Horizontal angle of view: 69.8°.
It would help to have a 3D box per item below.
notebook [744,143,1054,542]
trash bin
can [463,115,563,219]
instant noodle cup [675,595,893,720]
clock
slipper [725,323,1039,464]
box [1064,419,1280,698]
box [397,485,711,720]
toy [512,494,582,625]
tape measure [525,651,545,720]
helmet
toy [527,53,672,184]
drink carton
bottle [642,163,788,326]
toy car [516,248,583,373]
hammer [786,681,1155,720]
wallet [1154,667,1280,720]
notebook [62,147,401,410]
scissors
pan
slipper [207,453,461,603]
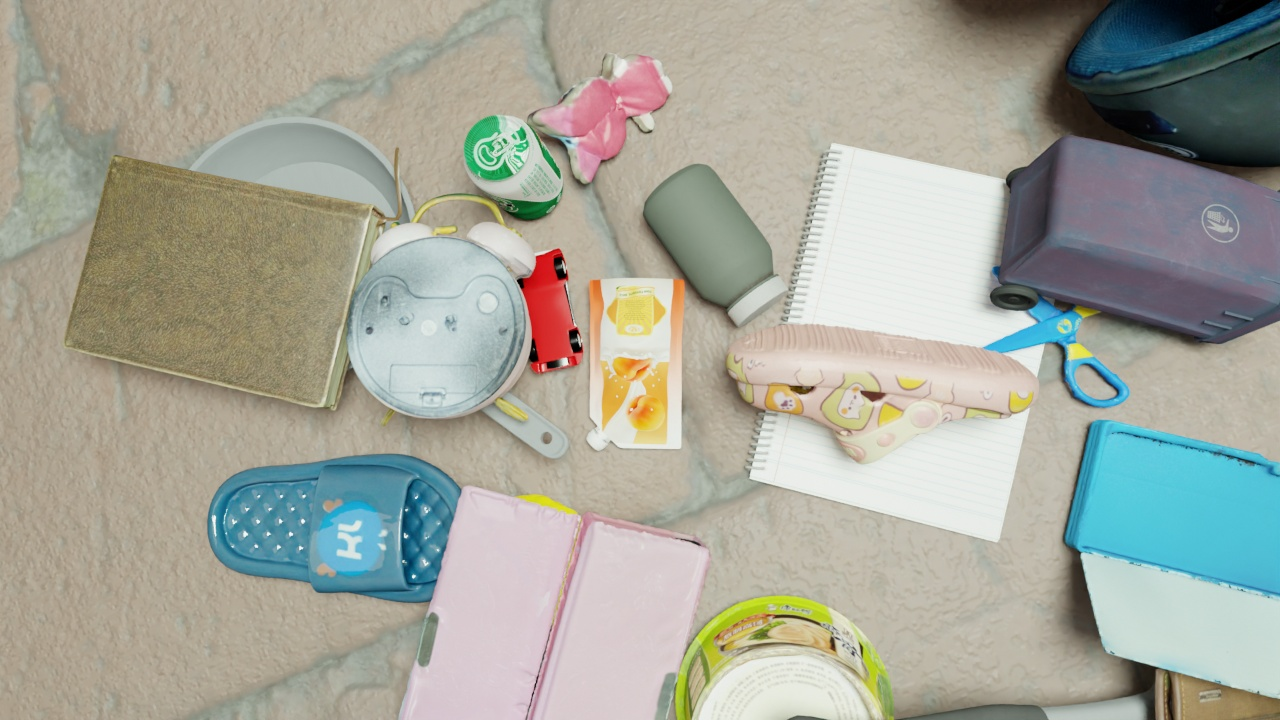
[{"bbox_3d":[0.187,-0.016,0.640,0.178,0.013,0.245,14,87,7],"label":"notebook"},{"bbox_3d":[0.319,-0.073,0.579,0.161,0.092,0.093,15,74,-2],"label":"trash bin"},{"bbox_3d":[-0.087,-0.132,0.636,0.053,0.101,0.053,-1,85,7],"label":"can"},{"bbox_3d":[0.093,0.231,0.589,0.146,0.098,0.146,-1,86,7],"label":"instant noodle cup"},{"bbox_3d":[-0.127,-0.036,0.609,0.117,0.059,0.158,-1,82,6],"label":"clock"},{"bbox_3d":[0.152,0.025,0.598,0.197,0.093,0.081,5,107,3],"label":"slipper"},{"bbox_3d":[0.400,0.141,0.575,0.243,0.071,0.169,13,61,8],"label":"box"},{"bbox_3d":[-0.064,0.214,0.610,0.179,0.039,0.232,14,92,-10],"label":"box"},{"bbox_3d":[-0.077,0.142,0.645,0.094,0.041,0.095,-44,82,-1],"label":"toy"},{"bbox_3d":[-0.091,0.228,0.652,0.064,0.017,0.065,-20,84,5],"label":"tape measure"},{"bbox_3d":[0.359,-0.229,0.521,0.316,0.248,0.236,-13,113,5],"label":"helmet"},{"bbox_3d":[-0.027,-0.180,0.665,0.102,0.050,0.065,-39,114,-7],"label":"toy"},{"bbox_3d":[-0.004,0.004,0.654,0.069,0.039,0.122,0,92,6],"label":"drink carton"},{"bbox_3d":[0.053,-0.079,0.636,0.060,0.060,0.108,-36,82,3],"label":"bottle"},{"bbox_3d":[-0.067,-0.037,0.665,0.038,0.025,0.089,-13,85,6],"label":"toy car"},{"bbox_3d":[0.219,0.224,0.547,0.310,0.029,0.125,1,88,-19],"label":"hammer"},{"bbox_3d":[0.364,0.234,0.567,0.121,0.027,0.098,4,84,-25],"label":"wallet"},{"bbox_3d":[-0.288,-0.076,0.650,0.215,0.034,0.190,14,87,11],"label":"notebook"},{"bbox_3d":[0.291,-0.027,0.621,0.125,0.015,0.127,41,83,1],"label":"scissors"},{"bbox_3d":[-0.194,-0.035,0.667,0.356,0.051,0.201,34,90,8],"label":"pan"},{"bbox_3d":[-0.217,0.115,0.650,0.214,0.059,0.103,3,82,14],"label":"slipper"}]
